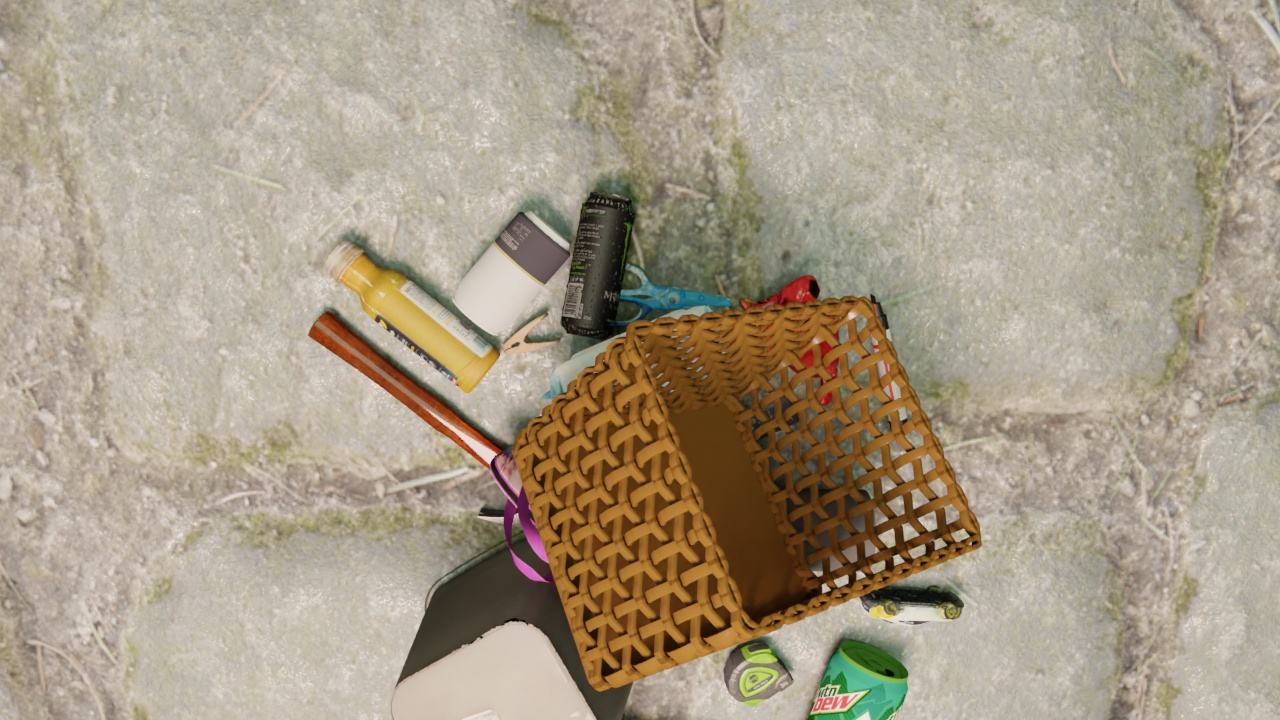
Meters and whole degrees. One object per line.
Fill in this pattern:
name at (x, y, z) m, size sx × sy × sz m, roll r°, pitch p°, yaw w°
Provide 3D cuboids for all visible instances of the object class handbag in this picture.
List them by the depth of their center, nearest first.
handbag at (-0.084, 0.145, 0.839) m, size 0.144 × 0.169 × 0.068 m, roll 42°, pitch 102°, yaw -11°

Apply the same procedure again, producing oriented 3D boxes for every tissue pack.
tissue pack at (-0.005, 0.005, 0.879) m, size 0.182 × 0.112 × 0.070 m, roll -21°, pitch 90°, yaw 2°

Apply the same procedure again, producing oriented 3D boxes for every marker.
marker at (0.250, 0.003, 0.931) m, size 0.019 × 0.019 × 0.145 m, roll -14°, pitch 99°, yaw 1°

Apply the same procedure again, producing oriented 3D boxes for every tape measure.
tape measure at (0.120, 0.330, 0.971) m, size 0.065 × 0.036 × 0.059 m, roll -30°, pitch 107°, yaw 0°

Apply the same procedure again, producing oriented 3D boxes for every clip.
clip at (-0.107, -0.019, 0.920) m, size 0.060 × 0.024 × 0.039 m, roll -38°, pitch 95°, yaw 14°

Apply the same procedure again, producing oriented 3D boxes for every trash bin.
trash bin at (-0.112, 0.293, 0.859) m, size 0.197 × 0.220 × 0.197 m, roll -30°, pitch 94°, yaw 4°

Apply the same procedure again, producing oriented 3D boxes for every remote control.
remote control at (0.095, 0.076, 0.941) m, size 0.136 × 0.015 × 0.032 m, roll -25°, pitch 98°, yaw 0°

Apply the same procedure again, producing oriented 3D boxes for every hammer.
hammer at (-0.205, 0.055, 0.926) m, size 0.300 × 0.028 × 0.111 m, roll 38°, pitch 95°, yaw -6°

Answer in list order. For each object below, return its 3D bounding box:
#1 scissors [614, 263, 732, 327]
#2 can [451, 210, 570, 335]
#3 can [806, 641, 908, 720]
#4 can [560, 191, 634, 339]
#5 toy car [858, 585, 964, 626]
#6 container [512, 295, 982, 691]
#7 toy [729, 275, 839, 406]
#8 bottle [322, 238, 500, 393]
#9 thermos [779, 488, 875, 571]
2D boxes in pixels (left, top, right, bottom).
scissors at (0.025, -0.063, 0.922) m, size 0.135 × 0.015 × 0.066 m, roll 3°, pitch 96°, yaw -4°
can at (-0.128, -0.080, 0.888) m, size 0.064 × 0.064 × 0.127 m, roll 41°, pitch 96°, yaw -7°
can at (0.219, 0.375, 0.955) m, size 0.083 × 0.083 × 0.144 m, roll 18°, pitch 98°, yaw -4°
can at (-0.041, -0.090, 0.887) m, size 0.054 × 0.054 × 0.137 m, roll 11°, pitch 90°, yaw -3°
toy car at (0.281, 0.256, 0.956) m, size 0.105 × 0.048 × 0.033 m, roll 2°, pitch 98°, yaw -1°
container at (0.074, 0.104, 0.737) m, size 0.251 × 0.215 × 0.219 m, roll -9°, pitch 69°, yaw -36°
toy at (0.152, -0.014, 0.915) m, size 0.094 × 0.087 × 0.133 m, roll -14°, pitch 122°, yaw 33°
bottle at (-0.225, -0.045, 0.897) m, size 0.186 × 0.053 × 0.053 m, roll 39°, pitch 96°, yaw -6°
thermos at (0.106, 0.169, 0.922) m, size 0.240 × 0.082 × 0.082 m, roll 1°, pitch 98°, yaw -1°
